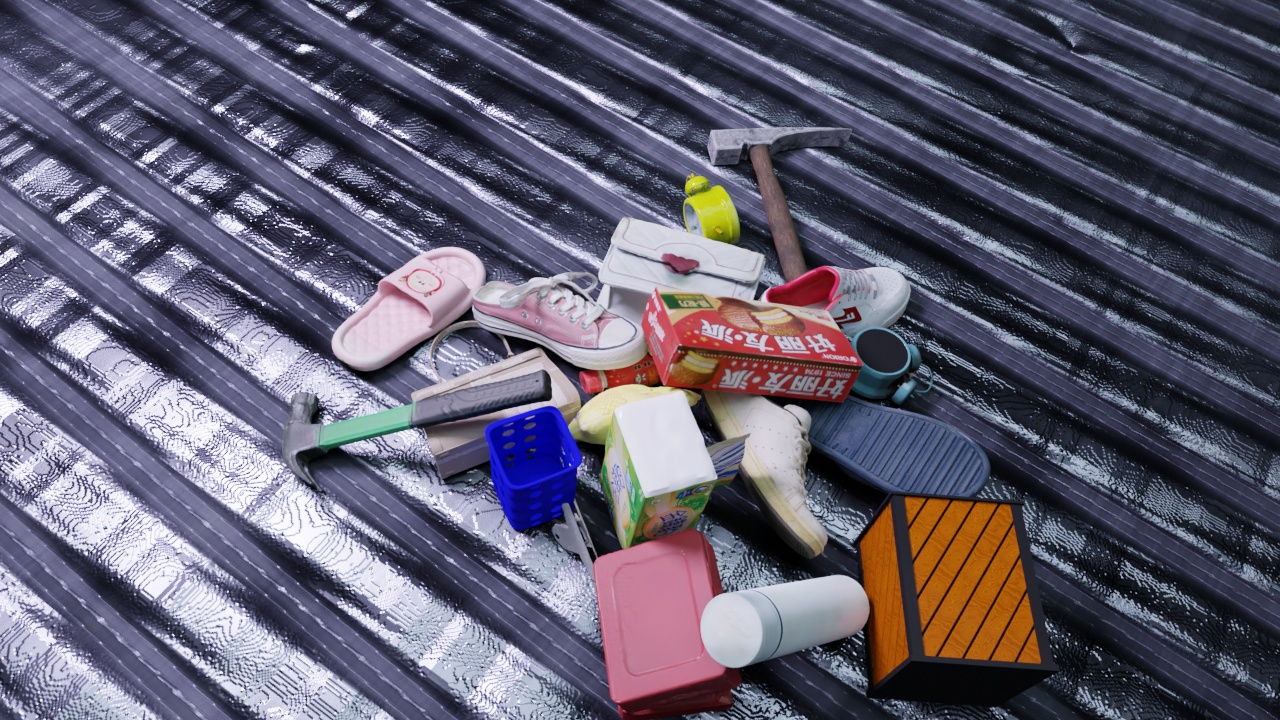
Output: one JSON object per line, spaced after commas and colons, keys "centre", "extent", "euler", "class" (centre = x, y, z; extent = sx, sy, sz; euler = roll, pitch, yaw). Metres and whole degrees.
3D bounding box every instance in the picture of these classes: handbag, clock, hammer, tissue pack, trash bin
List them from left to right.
{"centre": [-0.250, 0.063, 1.013], "extent": [0.319, 0.032, 0.130], "euler": [-14, 54, 11], "class": "hammer"}
{"centre": [-0.191, 0.023, 1.104], "extent": [0.175, 0.062, 0.198], "euler": [-21, 53, -16], "class": "handbag"}
{"centre": [0.052, -0.106, 1.184], "extent": [0.198, 0.096, 0.141], "euler": [15, 56, 6], "class": "handbag"}
{"centre": [0.043, 0.119, 0.973], "extent": [0.141, 0.198, 0.120], "euler": [-13, 69, -15], "class": "tissue pack"}
{"centre": [0.092, -0.204, 1.262], "extent": [0.057, 0.083, 0.119], "euler": [-20, 63, -10], "class": "clock"}
{"centre": [0.231, -0.220, 1.314], "extent": [0.217, 0.037, 0.300], "euler": [-5, 58, -9], "class": "hammer"}
{"centre": [0.312, 0.007, 1.162], "extent": [0.124, 0.053, 0.089], "euler": [16, 57, 1], "class": "clock"}
{"centre": [0.315, 0.248, 0.950], "extent": [0.139, 0.140, 0.171], "euler": [5, 56, -3], "class": "trash bin"}

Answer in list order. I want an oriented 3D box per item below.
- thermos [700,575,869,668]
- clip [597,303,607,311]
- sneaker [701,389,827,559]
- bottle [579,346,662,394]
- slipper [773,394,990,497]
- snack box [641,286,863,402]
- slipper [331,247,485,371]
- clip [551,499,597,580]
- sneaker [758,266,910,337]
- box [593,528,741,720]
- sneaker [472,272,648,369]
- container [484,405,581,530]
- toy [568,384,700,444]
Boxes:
{"centre": [0.147, 0.251, 0.897], "extent": [0.229, 0.068, 0.068], "euler": [9, 43, -52], "class": "thermos"}
{"centre": [-0.034, -0.039, 1.171], "extent": [0.076, 0.061, 0.023], "euler": [34, 60, -2], "class": "clip"}
{"centre": [0.162, 0.109, 1.046], "extent": [0.102, 0.089, 0.241], "euler": [-28, 57, -3], "class": "sneaker"}
{"centre": [-0.007, 0.007, 1.124], "extent": [0.137, 0.062, 0.062], "euler": [-18, 60, -18], "class": "bottle"}
{"centre": [0.276, 0.107, 1.083], "extent": [0.264, 0.082, 0.101], "euler": [23, 69, 32], "class": "slipper"}
{"centre": [0.127, -0.017, 1.063], "extent": [0.236, 0.060, 0.113], "euler": [6, 37, -20], "class": "snack box"}
{"centre": [-0.292, -0.071, 1.150], "extent": [0.107, 0.056, 0.221], "euler": [35, 61, 19], "class": "slipper"}
{"centre": [-0.074, 0.193, 1.000], "extent": [0.043, 0.102, 0.054], "euler": [-27, 20, -25], "class": "clip"}
{"centre": [0.255, -0.083, 1.184], "extent": [0.236, 0.104, 0.090], "euler": [-14, 59, -15], "class": "sneaker"}
{"centre": [0.024, 0.266, 0.921], "extent": [0.137, 0.127, 0.157], "euler": [-8, 58, -5], "class": "box"}
{"centre": [-0.100, -0.062, 1.103], "extent": [0.241, 0.088, 0.118], "euler": [17, 42, 21], "class": "sneaker"}
{"centre": [-0.117, 0.120, 1.005], "extent": [0.085, 0.114, 0.084], "euler": [-18, 60, -17], "class": "container"}
{"centre": [-0.012, 0.059, 1.040], "extent": [0.155, 0.170, 0.064], "euler": [-16, 87, 11], "class": "toy"}
